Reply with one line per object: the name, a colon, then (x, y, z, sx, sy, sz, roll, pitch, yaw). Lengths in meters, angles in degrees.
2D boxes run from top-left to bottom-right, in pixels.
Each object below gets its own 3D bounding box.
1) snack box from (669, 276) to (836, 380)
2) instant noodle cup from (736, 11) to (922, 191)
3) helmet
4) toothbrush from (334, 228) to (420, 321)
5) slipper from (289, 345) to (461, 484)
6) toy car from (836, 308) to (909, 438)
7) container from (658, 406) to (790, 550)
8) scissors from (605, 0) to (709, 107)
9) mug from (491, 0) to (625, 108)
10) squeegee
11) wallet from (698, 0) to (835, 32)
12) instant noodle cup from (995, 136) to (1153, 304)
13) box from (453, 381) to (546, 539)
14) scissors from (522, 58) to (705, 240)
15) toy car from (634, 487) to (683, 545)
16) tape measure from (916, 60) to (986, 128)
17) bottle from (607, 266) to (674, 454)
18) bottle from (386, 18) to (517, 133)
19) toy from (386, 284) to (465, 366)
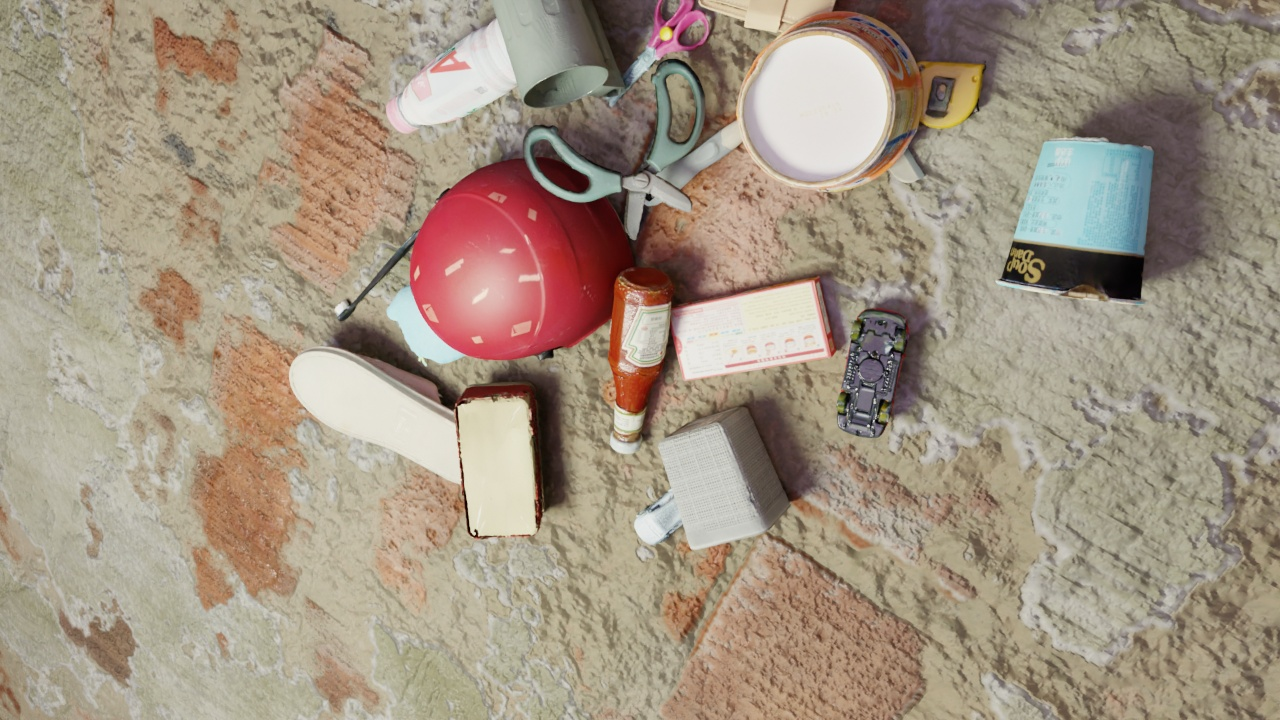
snack box: (0.107, -0.030, 0.904, 0.156, 0.027, 0.077, -10, 100, 27)
instant noodle cup: (0.149, -0.206, 0.747, 0.151, 0.111, 0.151, 6, 109, 18)
helmet: (-0.139, -0.094, 0.919, 0.240, 0.143, 0.207, -31, 91, 15)
toothbrush: (-0.311, -0.102, 1.090, 0.181, 0.015, 0.018, -37, 78, 30)
slipper: (-0.293, 0.061, 1.104, 0.274, 0.054, 0.114, 25, 118, 4)
toy car: (0.215, 0.011, 0.854, 0.053, 0.045, 0.120, 14, 104, 19)
container: (0.082, 0.115, 0.924, 0.090, 0.090, 0.114, -20, 92, 28)
scissors: (0.012, -0.291, 0.883, 0.063, 0.017, 0.136, 45, 123, -2)
mug: (-0.072, -0.299, 0.854, 0.084, 0.123, 0.103, -21, 87, 39)
squeegee: (0.090, -0.211, 0.854, 0.247, 0.039, 0.246, -30, 90, 29)
wallet: (0.115, -0.329, 0.796, 0.115, 0.024, 0.087, 20, 96, 7)
instant noodle cup: (0.351, -0.112, 0.725, 0.111, 0.111, 0.120, 12, 102, 22)
box: (-0.154, 0.114, 1.025, 0.091, 0.079, 0.168, -3, 106, -1)
scissors: (-0.017, -0.208, 0.853, 0.173, 0.019, 0.170, 22, 92, 0)
toy car: (0.029, 0.168, 0.995, 0.043, 0.034, 0.091, 49, 120, 1)
tape measure: (0.257, -0.225, 0.775, 0.060, 0.028, 0.057, 11, 110, 23)
bottle: (-0.006, 0.005, 0.941, 0.060, 0.059, 0.206, 19, 124, 19)
bottle: (-0.183, -0.290, 0.947, 0.197, 0.068, 0.068, -18, 96, 31)
toy: (-0.210, -0.057, 1.035, 0.161, 0.049, 0.156, 22, 104, 13)
